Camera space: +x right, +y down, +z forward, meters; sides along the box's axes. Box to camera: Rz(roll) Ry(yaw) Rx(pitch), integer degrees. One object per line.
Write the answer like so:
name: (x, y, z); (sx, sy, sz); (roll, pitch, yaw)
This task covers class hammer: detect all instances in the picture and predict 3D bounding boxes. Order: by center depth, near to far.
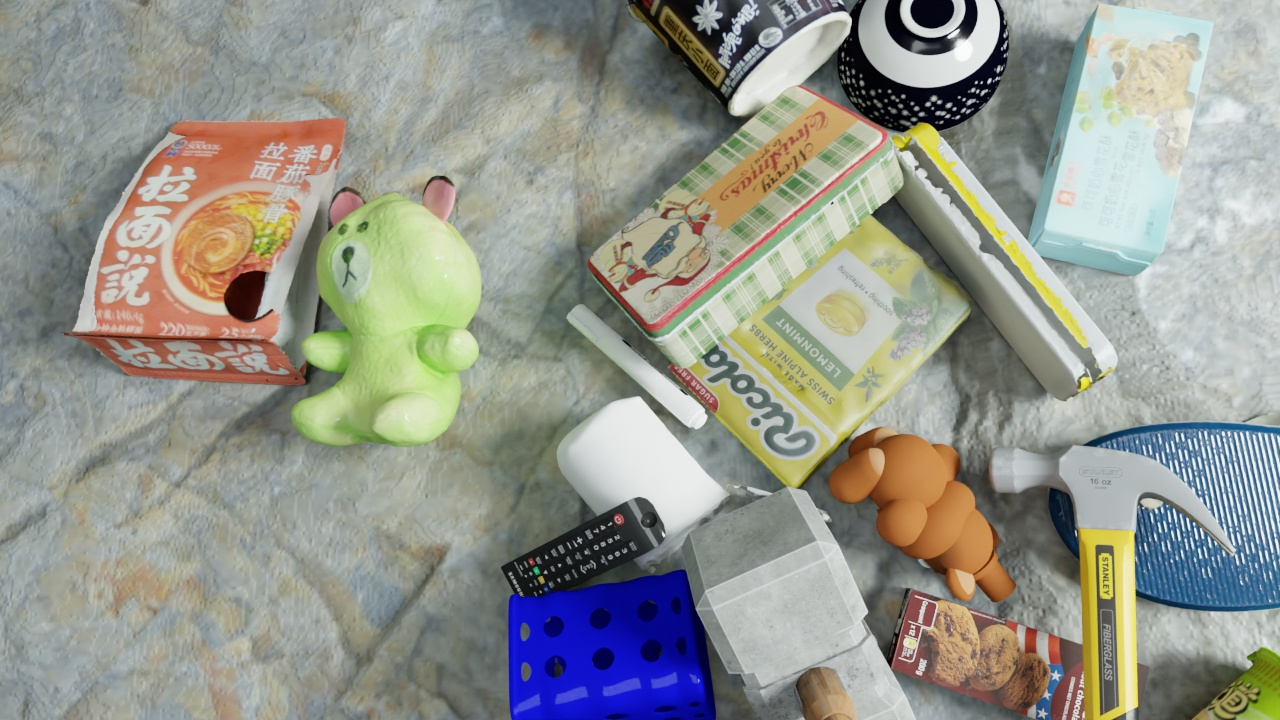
hammer: (0.104, 0.201, 0.427); (0.083, 0.317, 0.163); (-25, 106, 3)
hammer: (0.262, 0.207, 0.511); (0.127, 0.029, 0.323); (-3, 73, 31)

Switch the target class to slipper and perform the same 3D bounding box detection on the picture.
slipper: (0.405, 0.083, 0.552); (0.295, 0.060, 0.118); (-12, 79, 17)

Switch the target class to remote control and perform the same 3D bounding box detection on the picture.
remote control: (-0.042, 0.128, 0.598); (0.147, 0.015, 0.033); (-33, 84, 37)

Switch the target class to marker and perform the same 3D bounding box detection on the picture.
marker: (-0.004, 0.004, 0.646); (0.133, 0.020, 0.017); (41, 119, 27)

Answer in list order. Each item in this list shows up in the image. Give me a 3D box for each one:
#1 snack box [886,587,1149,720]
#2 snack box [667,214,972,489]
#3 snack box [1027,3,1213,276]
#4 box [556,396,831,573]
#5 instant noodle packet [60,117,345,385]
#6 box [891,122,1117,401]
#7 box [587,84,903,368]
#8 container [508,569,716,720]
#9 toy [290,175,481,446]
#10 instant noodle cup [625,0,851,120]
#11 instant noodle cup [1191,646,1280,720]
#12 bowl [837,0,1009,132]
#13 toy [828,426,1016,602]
snack box: (0.231, 0.190, 0.572); (0.141, 0.032, 0.051); (16, 81, 13)
snack box: (0.125, -0.014, 0.628); (0.181, 0.045, 0.121); (-44, 75, -2)
snack box: (0.322, -0.149, 0.621); (0.075, 0.053, 0.174); (15, 80, 13)
box: (0.034, 0.083, 0.606); (0.126, 0.084, 0.156); (-37, 76, -7)
instant noodle packet: (-0.328, -0.098, 0.727); (0.164, 0.084, 0.220); (2, 67, 11)
box: (0.230, -0.066, 0.611); (0.037, 0.064, 0.209); (-32, 74, -4)
box: (0.067, -0.096, 0.631); (0.205, 0.051, 0.117); (-38, 46, 0)
container: (-0.016, 0.189, 0.579); (0.114, 0.085, 0.084); (-11, 53, 5)
toy: (-0.174, -0.030, 0.660); (0.150, 0.107, 0.196); (-3, 66, 32)
instant noodle cup: (0.076, -0.248, 0.648); (0.137, 0.137, 0.112); (-34, 83, 1)
instant noodle cup: (0.346, 0.235, 0.516); (0.108, 0.099, 0.099); (-40, 74, 7)
bowl: (0.202, -0.231, 0.651); (0.120, 0.066, 0.120); (-2, 77, 9)
toy: (0.185, 0.101, 0.588); (0.127, 0.065, 0.094); (50, 48, 1)
